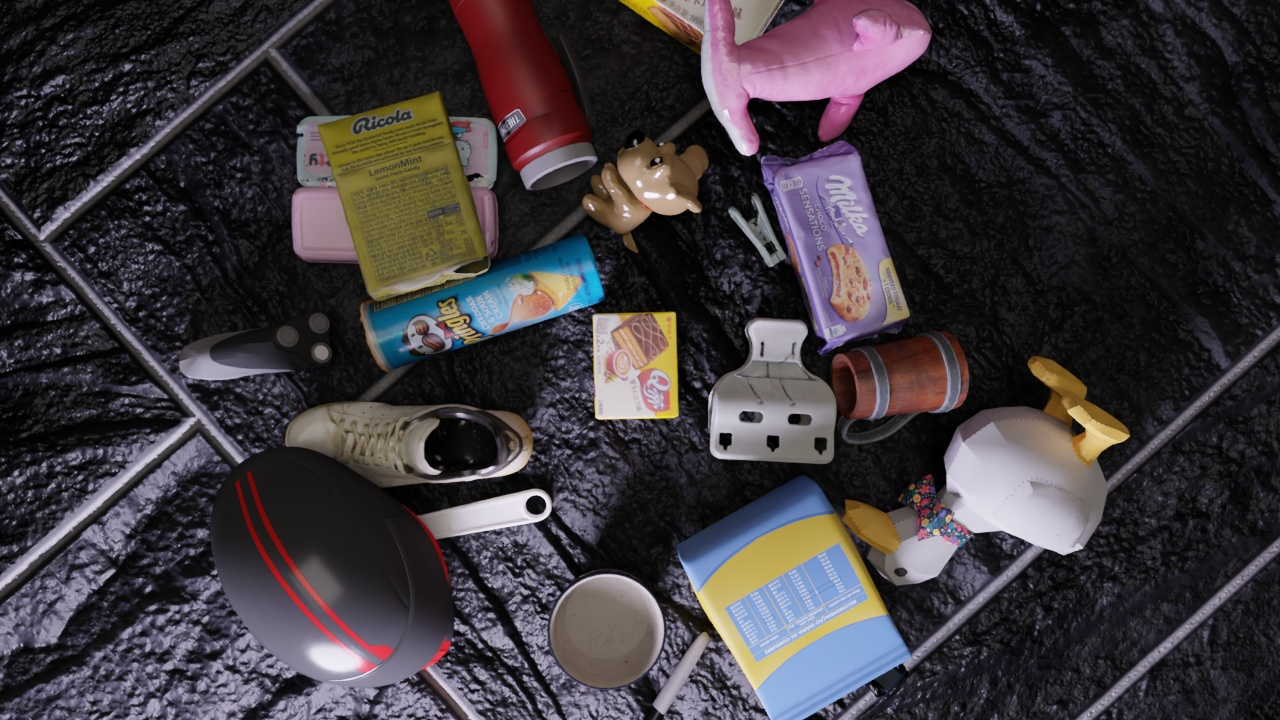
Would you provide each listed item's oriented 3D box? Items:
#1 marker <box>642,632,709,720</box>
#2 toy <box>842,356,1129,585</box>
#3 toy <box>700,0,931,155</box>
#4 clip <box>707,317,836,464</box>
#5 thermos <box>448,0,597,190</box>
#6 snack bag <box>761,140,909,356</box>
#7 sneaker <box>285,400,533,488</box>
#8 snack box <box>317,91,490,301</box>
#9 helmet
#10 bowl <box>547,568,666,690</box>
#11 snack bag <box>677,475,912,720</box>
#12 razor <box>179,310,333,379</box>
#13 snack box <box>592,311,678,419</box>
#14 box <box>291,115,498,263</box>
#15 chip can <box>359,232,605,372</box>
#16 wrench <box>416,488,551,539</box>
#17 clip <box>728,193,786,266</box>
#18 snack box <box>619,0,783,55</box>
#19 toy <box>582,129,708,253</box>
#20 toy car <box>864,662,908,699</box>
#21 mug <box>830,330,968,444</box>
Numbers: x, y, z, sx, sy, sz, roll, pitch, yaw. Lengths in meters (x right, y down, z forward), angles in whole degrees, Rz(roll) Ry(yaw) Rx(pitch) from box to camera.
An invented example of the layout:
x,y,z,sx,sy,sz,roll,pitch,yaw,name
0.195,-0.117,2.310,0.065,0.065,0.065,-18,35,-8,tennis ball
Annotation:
x,y,z,sx,sy,sz,roll,pitch,yaw,name
0.033,0.341,0.946,0.022,0.016,0.138,34,88,-34,marker
0.349,0.132,0.901,0.246,0.140,0.268,25,115,-19,toy
0.184,-0.296,0.864,0.265,0.128,0.187,-22,112,-21,toy
0.132,0.029,0.932,0.125,0.092,0.151,3,76,-4,clip
-0.105,-0.276,0.902,0.107,0.084,0.198,-22,90,-36,thermos
0.193,-0.115,0.924,0.096,0.058,0.205,-16,88,-6,snack bag
-0.228,0.085,0.885,0.241,0.102,0.089,0,91,-2,sneaker
-0.220,-0.152,0.867,0.121,0.045,0.181,-18,81,-4,snack box
-0.278,0.196,0.834,0.164,0.170,0.264,-39,93,-3,helmet
-0.034,0.262,0.918,0.115,0.059,0.115,0,91,-3,bowl
0.151,0.240,0.902,0.159,0.102,0.205,-29,90,-1,snack bag
-0.382,-0.010,0.905,0.156,0.060,0.057,-11,79,17,razor
-0.005,0.005,0.914,0.083,0.061,0.106,-2,91,-2,snack box
-0.243,-0.171,0.911,0.201,0.045,0.154,-1,90,-3,box
-0.152,-0.057,0.899,0.229,0.080,0.080,-18,92,-3,chip can
-0.225,0.171,0.931,0.273,0.018,0.066,-11,92,-3,wrench
0.121,-0.131,0.938,0.035,0.023,0.074,-32,94,-3,clip
0.031,-0.398,0.910,0.230,0.061,0.110,33,89,-2,snack box
0.004,-0.169,0.902,0.108,0.133,0.106,-28,116,24,toy
0.221,0.296,0.941,0.112,0.034,0.046,42,82,5,toy car
0.253,0.032,0.919,0.111,0.081,0.118,-9,128,-12,mug
